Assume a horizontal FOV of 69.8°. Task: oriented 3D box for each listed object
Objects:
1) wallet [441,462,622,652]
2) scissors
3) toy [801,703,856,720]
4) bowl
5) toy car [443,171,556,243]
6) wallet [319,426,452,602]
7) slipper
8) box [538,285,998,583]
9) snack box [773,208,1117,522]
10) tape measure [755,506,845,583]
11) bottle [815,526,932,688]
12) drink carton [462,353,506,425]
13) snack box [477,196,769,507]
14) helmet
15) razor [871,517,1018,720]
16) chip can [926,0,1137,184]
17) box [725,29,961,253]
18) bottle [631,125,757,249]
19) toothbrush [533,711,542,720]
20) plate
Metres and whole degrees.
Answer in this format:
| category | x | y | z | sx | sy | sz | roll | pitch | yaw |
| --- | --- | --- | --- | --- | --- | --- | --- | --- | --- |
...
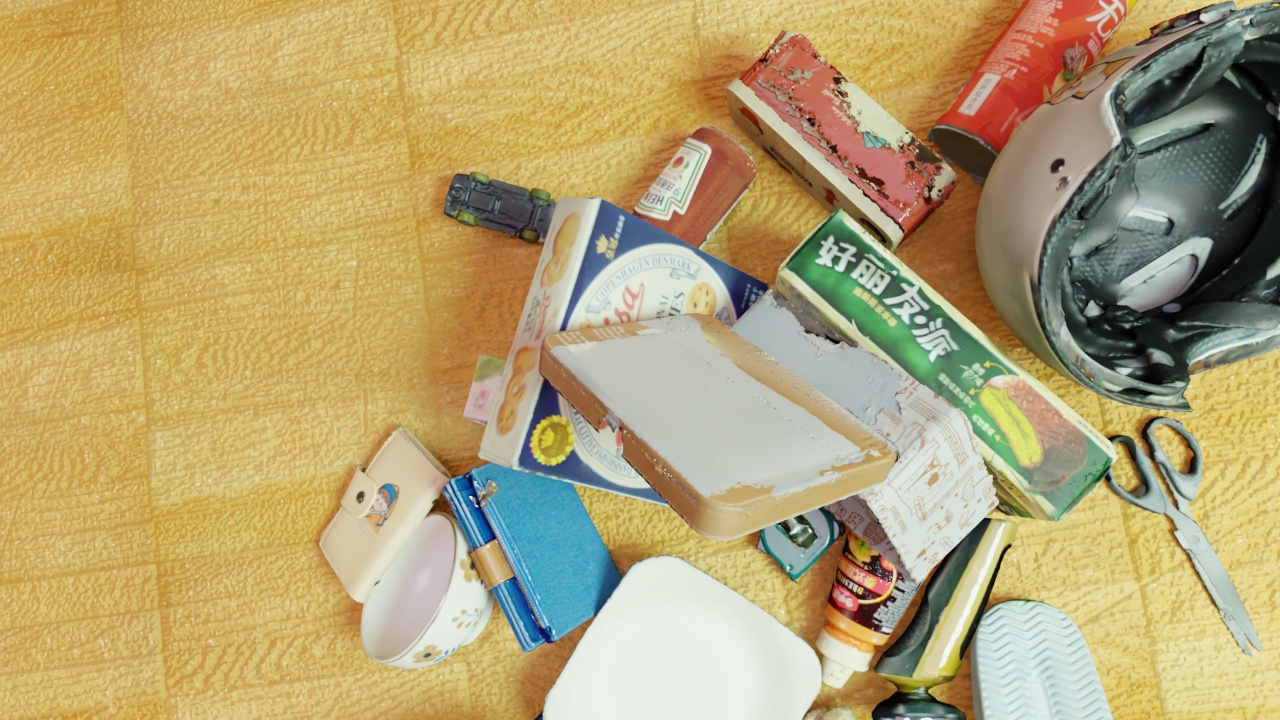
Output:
| category | x | y | z | sx | sy | sz | roll | pitch | yaw |
| --- | --- | --- | --- | --- | --- | --- | --- | --- | --- |
| wallet | -0.074 | 0.132 | 0.668 | 0.040 | 0.106 | 0.133 | -37 | 78 | 37 |
| scissors | 0.383 | 0.129 | 0.653 | 0.136 | 0.014 | 0.174 | 8 | 87 | 7 |
| toy | 0.166 | 0.314 | 0.638 | 0.105 | 0.066 | 0.157 | -42 | 74 | 34 |
| bowl | -0.148 | 0.174 | 0.677 | 0.062 | 0.113 | 0.113 | 33 | 88 | -32 |
| toy car | -0.108 | -0.120 | 0.729 | 0.090 | 0.035 | 0.042 | 15 | 87 | 3 |
| wallet | -0.201 | 0.113 | 0.704 | 0.087 | 0.024 | 0.115 | 36 | 93 | 42 |
| slipper | 0.279 | 0.288 | 0.619 | 0.104 | 0.074 | 0.245 | -10 | 66 | 8 |
| box | 0.089 | 0.035 | 0.557 | 0.179 | 0.273 | 0.126 | 41 | 108 | 44 |
| snack box | 0.198 | 0.007 | 0.636 | 0.240 | 0.114 | 0.063 | 43 | 89 | 10 |
| tape measure | 0.115 | 0.127 | 0.678 | 0.054 | 0.025 | 0.058 | 44 | 90 | 9 |
| bottle | 0.164 | 0.164 | 0.653 | 0.067 | 0.066 | 0.149 | 24 | 94 | 9 |
| drink carton | -0.067 | 0.034 | 0.701 | 0.122 | 0.045 | 0.053 | 11 | 81 | 8 |
| snack box | -0.004 | 0.004 | 0.638 | 0.046 | 0.182 | 0.178 | 13 | 85 | 49 |
| helmet | 0.332 | -0.105 | 0.605 | 0.273 | 0.157 | 0.230 | -38 | 115 | -9 |
| razor | 0.214 | 0.183 | 0.630 | 0.068 | 0.062 | 0.167 | 25 | 88 | 33 |
| chip can | 0.302 | -0.235 | 0.672 | 0.073 | 0.073 | 0.216 | 36 | 89 | 9 |
| box | 0.150 | -0.163 | 0.673 | 0.168 | 0.091 | 0.079 | 45 | 94 | 9 |
| bottle | 0.007 | -0.083 | 0.698 | 0.060 | 0.060 | 0.206 | 38 | 90 | 10 |
| toothbrush | -0.077 | 0.275 | 0.691 | 0.189 | 0.016 | 0.014 | -43 | 73 | 2 |
| plate | 0.029 | 0.236 | 0.662 | 0.163 | 0.034 | 0.164 | 34 | 90 | -1 |
